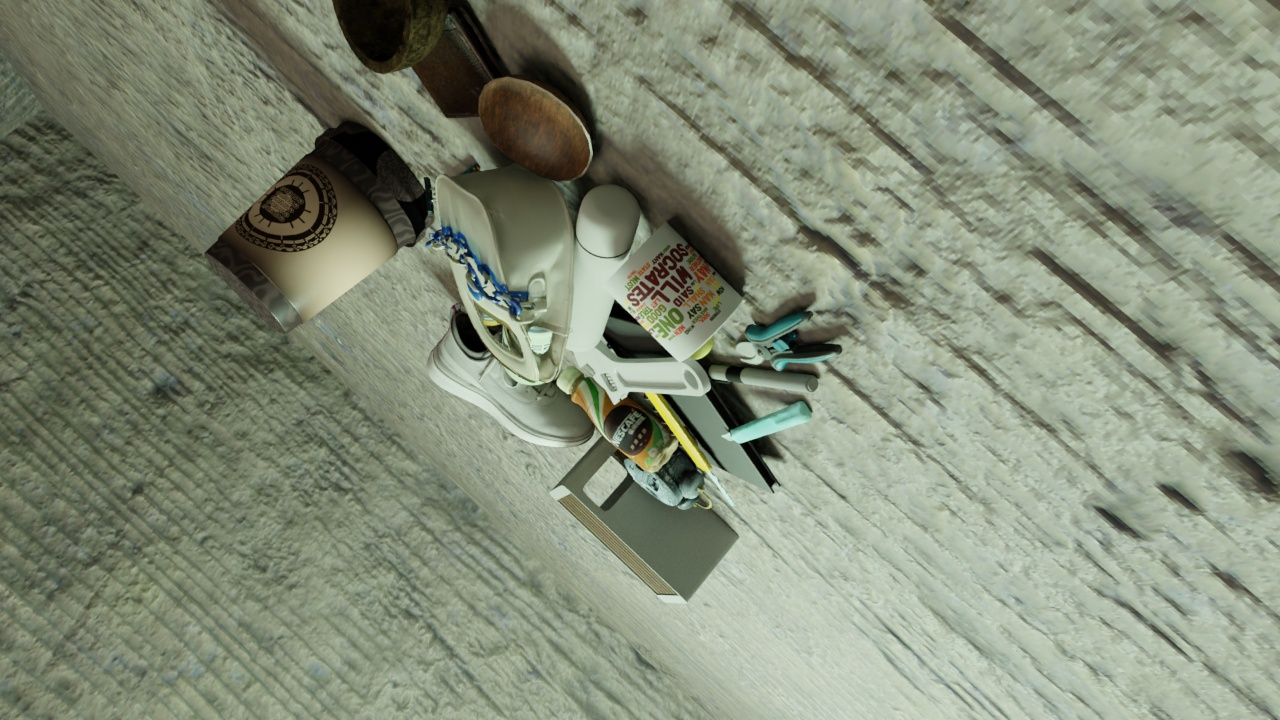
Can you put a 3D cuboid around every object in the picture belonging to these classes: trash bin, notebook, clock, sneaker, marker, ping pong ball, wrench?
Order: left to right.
[{"bbox_3d":[-0.171,0.020,1.268,0.263,0.096,0.129,30,134,8],"label":"sneaker"},{"bbox_3d":[-0.005,0.005,0.917,0.087,0.018,0.274,60,160,-11],"label":"wrench"},{"bbox_3d":[0.003,0.215,1.275,0.229,0.114,0.115,44,160,-2],"label":"trash bin"},{"bbox_3d":[0.037,0.149,1.171,0.129,0.052,0.090,39,159,12],"label":"clock"},{"bbox_3d":[0.040,0.037,0.970,0.231,0.019,0.169,54,162,-28],"label":"notebook"},{"bbox_3d":[0.047,-0.020,0.835,0.040,0.040,0.040,37,159,16],"label":"ping pong ball"},{"bbox_3d":[0.108,0.015,0.828,0.016,0.016,0.141,52,158,-24],"label":"marker"}]

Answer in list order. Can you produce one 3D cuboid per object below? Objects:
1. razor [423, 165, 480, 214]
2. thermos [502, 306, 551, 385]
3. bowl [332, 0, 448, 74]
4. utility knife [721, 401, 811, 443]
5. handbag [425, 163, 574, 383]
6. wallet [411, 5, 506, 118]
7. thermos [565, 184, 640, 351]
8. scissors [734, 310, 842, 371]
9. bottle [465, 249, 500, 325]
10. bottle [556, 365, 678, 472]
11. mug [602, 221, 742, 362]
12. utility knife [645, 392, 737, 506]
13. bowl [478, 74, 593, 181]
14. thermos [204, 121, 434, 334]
[{"bbox_3d":[-0.202,-0.190,0.992,0.144,0.022,0.042,-3,95,58],"label":"razor"},{"bbox_3d":[-0.116,-0.041,1.049,0.082,0.082,0.232,41,159,6],"label":"thermos"},{"bbox_3d":[-0.182,-0.284,0.697,0.121,0.056,0.121,26,127,40],"label":"bowl"},{"bbox_3d":[0.116,0.063,0.866,0.022,0.015,0.120,44,143,-14],"label":"utility knife"},{"bbox_3d":[-0.132,-0.074,0.852,0.201,0.092,0.200,34,133,57],"label":"handbag"},{"bbox_3d":[-0.161,-0.251,0.781,0.120,0.031,0.099,17,149,46],"label":"wallet"},{"bbox_3d":[-0.043,-0.079,0.840,0.052,0.052,0.225,40,153,8],"label":"thermos"},{"bbox_3d":[0.113,-0.016,0.754,0.132,0.019,0.148,31,158,35],"label":"scissors"},{"bbox_3d":[-0.191,-0.112,1.076,0.053,0.053,0.186,34,158,22],"label":"bottle"},{"bbox_3d":[-0.032,0.067,1.124,0.167,0.059,0.059,38,159,15],"label":"bottle"},{"bbox_3d":[0.027,-0.058,0.768,0.089,0.073,0.105,45,-175,-4],"label":"mug"},{"bbox_3d":[0.050,0.089,1.001,0.207,0.018,0.030,58,166,-21],"label":"utility knife"},{"bbox_3d":[-0.079,-0.193,0.740,0.102,0.026,0.114,31,156,-6],"label":"bowl"},{"bbox_3d":[-0.386,-0.153,1.104,0.173,0.225,0.173,37,159,16],"label":"thermos"}]
